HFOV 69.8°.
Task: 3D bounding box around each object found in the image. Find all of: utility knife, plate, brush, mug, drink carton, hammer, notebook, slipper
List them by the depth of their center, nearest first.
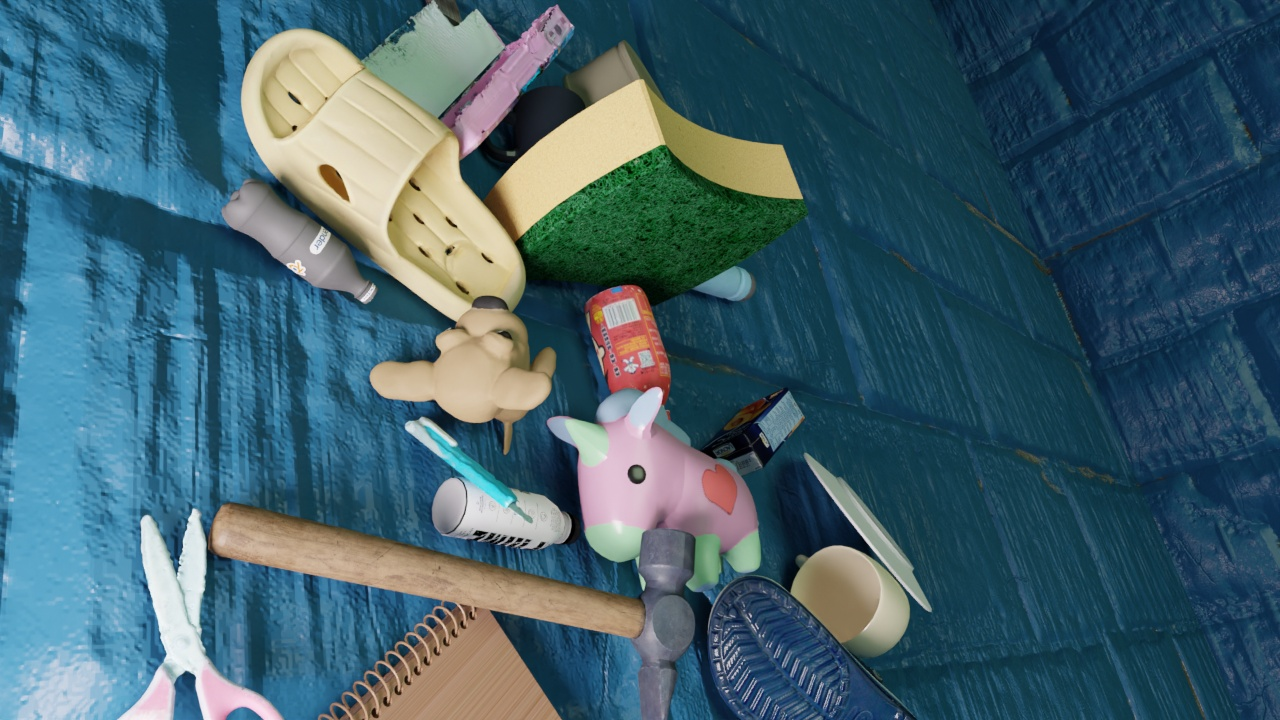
[{"bbox_3d":[-0.120,0.257,0.531,0.169,0.022,0.209,58,34,-5],"label":"notebook"},{"bbox_3d":[-0.101,0.142,0.575,0.321,0.040,0.129,21,61,-28],"label":"hammer"},{"bbox_3d":[-0.114,0.073,0.616,0.124,0.015,0.022,33,8,32],"label":"utility knife"},{"bbox_3d":[-0.173,-0.127,0.670,0.261,0.079,0.111,48,62,-25],"label":"slipper"},{"bbox_3d":[0.150,0.292,0.803,0.253,0.105,0.095,43,-3,-4],"label":"slipper"},{"bbox_3d":[0.007,-0.136,0.824,0.249,0.196,0.075,5,62,-51],"label":"brush"},{"bbox_3d":[-0.099,-0.207,0.863,0.105,0.071,0.077,3,60,-21],"label":"mug"},{"bbox_3d":[-0.177,-0.301,0.869,0.038,0.012,0.151,-1,67,-53],"label":"brush"},{"bbox_3d":[0.207,0.238,0.917,0.099,0.096,0.120,36,3,-44],"label":"mug"},{"bbox_3d":[0.113,0.076,0.928,0.040,0.064,0.129,59,34,-2],"label":"drink carton"},{"bbox_3d":[0.248,0.179,0.988,0.208,0.015,0.208,49,8,-9],"label":"plate"}]

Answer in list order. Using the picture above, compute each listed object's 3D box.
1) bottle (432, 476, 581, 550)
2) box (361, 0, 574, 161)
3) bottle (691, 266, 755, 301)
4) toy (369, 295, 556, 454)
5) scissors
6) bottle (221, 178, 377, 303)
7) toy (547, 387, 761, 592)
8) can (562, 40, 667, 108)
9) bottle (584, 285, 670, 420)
[{"bbox_3d":[-0.091,0.113,0.657,0.116,0.041,0.041,22,50,-43],"label":"bottle"},{"bbox_3d":[-0.152,-0.260,0.788,0.105,0.087,0.229,49,41,-24],"label":"box"},{"bbox_3d":[0.087,-0.093,1.039,0.129,0.040,0.040,10,58,-49],"label":"bottle"},{"bbox_3d":[-0.109,0.010,0.669,0.108,0.134,0.105,41,54,-70],"label":"toy"},{"bbox_3d":[-0.239,0.154,0.447,0.105,0.016,0.179,-14,70,-34],"label":"scissors"},{"bbox_3d":[-0.226,-0.077,0.620,0.110,0.036,0.036,40,39,-28],"label":"bottle"},{"bbox_3d":[0.027,0.105,0.764,0.221,0.120,0.171,-3,78,-52],"label":"toy"},{"bbox_3d":[-0.016,-0.260,0.960,0.128,0.073,0.127,55,15,-23],"label":"can"},{"bbox_3d":[-0.005,0.005,0.829,0.061,0.062,0.137,4,64,-51],"label":"bottle"}]
